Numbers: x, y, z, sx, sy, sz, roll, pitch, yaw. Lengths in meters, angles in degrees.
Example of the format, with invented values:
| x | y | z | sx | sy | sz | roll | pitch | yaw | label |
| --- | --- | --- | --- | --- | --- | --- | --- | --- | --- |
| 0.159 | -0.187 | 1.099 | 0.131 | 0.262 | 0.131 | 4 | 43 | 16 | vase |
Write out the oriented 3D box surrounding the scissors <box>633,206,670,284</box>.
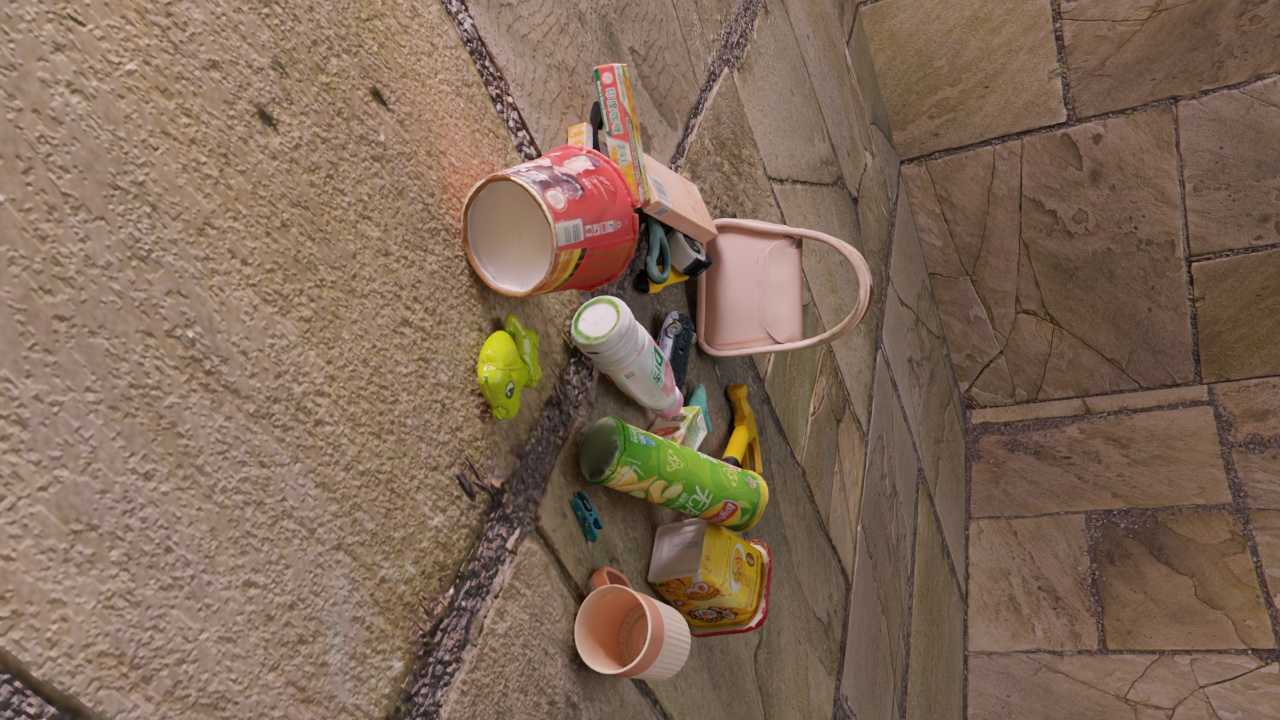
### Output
| x | y | z | sx | sy | sz | roll | pitch | yaw | label |
| --- | --- | --- | --- | --- | --- | --- | --- | --- | --- |
| 0.011 | -0.164 | 1.142 | 0.171 | 0.019 | 0.176 | 63 | 25 | -12 | scissors |

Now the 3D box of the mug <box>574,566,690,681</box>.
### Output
| x | y | z | sx | sy | sz | roll | pitch | yaw | label |
| --- | --- | --- | --- | --- | --- | --- | --- | --- | --- |
| -0.011 | 0.264 | 0.925 | 0.106 | 0.082 | 0.114 | 41 | 17 | -55 | mug |

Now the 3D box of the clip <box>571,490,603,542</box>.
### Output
| x | y | z | sx | sy | sz | roll | pitch | yaw | label |
| --- | --- | --- | --- | --- | --- | --- | --- | --- | --- |
| -0.054 | 0.158 | 0.932 | 0.057 | 0.014 | 0.047 | 67 | 32 | -25 | clip |

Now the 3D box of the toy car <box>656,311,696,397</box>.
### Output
| x | y | z | sx | sy | sz | roll | pitch | yaw | label |
| --- | --- | --- | --- | --- | --- | --- | --- | --- | --- |
| 0.039 | -0.002 | 1.144 | 0.054 | 0.037 | 0.120 | 28 | 67 | -59 | toy car |

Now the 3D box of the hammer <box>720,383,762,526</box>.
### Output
| x | y | z | sx | sy | sz | roll | pitch | yaw | label |
| --- | --- | --- | --- | --- | --- | --- | --- | --- | --- |
| 0.121 | 0.142 | 1.234 | 0.300 | 0.033 | 0.129 | -53 | 129 | -64 | hammer |

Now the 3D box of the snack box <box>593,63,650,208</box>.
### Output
| x | y | z | sx | sy | sz | roll | pitch | yaw | label |
| --- | --- | --- | --- | --- | --- | --- | --- | --- | --- |
| -0.020 | -0.253 | 1.035 | 0.077 | 0.027 | 0.156 | -64 | 145 | -70 | snack box |

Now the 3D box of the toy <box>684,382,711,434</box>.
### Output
| x | y | z | sx | sy | sz | roll | pitch | yaw | label |
| --- | --- | --- | --- | --- | --- | --- | --- | --- | --- |
| 0.072 | 0.074 | 1.194 | 0.091 | 0.030 | 0.096 | -67 | 145 | -43 | toy |

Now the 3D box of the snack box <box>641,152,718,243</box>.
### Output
| x | y | z | sx | sy | sz | roll | pitch | yaw | label |
| --- | --- | --- | --- | --- | --- | --- | --- | --- | --- |
| 0.039 | -0.207 | 1.169 | 0.157 | 0.026 | 0.084 | 16 | 48 | -57 | snack box |

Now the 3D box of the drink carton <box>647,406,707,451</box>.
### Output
| x | y | z | sx | sy | sz | roll | pitch | yaw | label |
| --- | --- | --- | --- | --- | --- | --- | --- | --- | --- |
| 0.035 | 0.101 | 1.082 | 0.122 | 0.054 | 0.045 | -50 | 128 | -56 | drink carton |

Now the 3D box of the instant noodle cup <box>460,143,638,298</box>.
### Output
| x | y | z | sx | sy | sz | roll | pitch | yaw | label |
| --- | --- | --- | --- | --- | --- | --- | --- | --- | --- |
| -0.086 | -0.122 | 0.828 | 0.108 | 0.138 | 0.138 | -27 | 106 | -54 | instant noodle cup |

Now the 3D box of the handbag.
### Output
| x | y | z | sx | sy | sz | roll | pitch | yaw | label |
| --- | --- | --- | --- | --- | --- | --- | --- | --- | --- |
| 0.193 | -0.097 | 1.240 | 0.093 | 0.235 | 0.193 | -20 | 110 | -63 | handbag |

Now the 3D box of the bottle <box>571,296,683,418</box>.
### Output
| x | y | z | sx | sy | sz | roll | pitch | yaw | label |
| --- | --- | --- | --- | --- | --- | --- | --- | --- | --- |
| -0.006 | 0.006 | 1.019 | 0.197 | 0.068 | 0.068 | 51 | 39 | -51 | bottle |

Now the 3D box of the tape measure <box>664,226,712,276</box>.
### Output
| x | y | z | sx | sy | sz | roll | pitch | yaw | label |
| --- | --- | --- | --- | --- | --- | --- | --- | --- | --- |
| 0.056 | -0.143 | 1.198 | 0.065 | 0.034 | 0.066 | 56 | 23 | 15 | tape measure |

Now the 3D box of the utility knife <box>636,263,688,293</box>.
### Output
| x | y | z | sx | sy | sz | roll | pitch | yaw | label |
| --- | --- | --- | --- | --- | --- | --- | --- | --- | --- |
| 0.041 | -0.112 | 1.202 | 0.215 | 0.015 | 0.033 | -22 | 105 | -63 | utility knife |

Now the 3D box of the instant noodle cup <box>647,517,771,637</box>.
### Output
| x | y | z | sx | sy | sz | roll | pitch | yaw | label |
| --- | --- | --- | --- | --- | --- | --- | --- | --- | --- |
| 0.078 | 0.247 | 1.071 | 0.123 | 0.116 | 0.115 | 44 | 43 | -34 | instant noodle cup |

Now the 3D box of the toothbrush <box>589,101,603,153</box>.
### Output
| x | y | z | sx | sy | sz | roll | pitch | yaw | label |
| --- | --- | --- | --- | --- | --- | --- | --- | --- | --- |
| -0.047 | -0.198 | 0.994 | 0.018 | 0.014 | 0.189 | 43 | 44 | -63 | toothbrush |

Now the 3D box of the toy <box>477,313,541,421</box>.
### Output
| x | y | z | sx | sy | sz | roll | pitch | yaw | label |
| --- | --- | --- | --- | --- | --- | --- | --- | --- | --- |
| -0.119 | 0.005 | 0.830 | 0.100 | 0.031 | 0.096 | -3 | 85 | -68 | toy |

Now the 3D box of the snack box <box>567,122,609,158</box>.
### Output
| x | y | z | sx | sy | sz | roll | pitch | yaw | label |
| --- | --- | --- | --- | --- | --- | --- | --- | --- | --- |
| -0.054 | -0.180 | 1.022 | 0.075 | 0.026 | 0.153 | 32 | 54 | -56 | snack box |

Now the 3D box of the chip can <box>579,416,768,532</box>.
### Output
| x | y | z | sx | sy | sz | roll | pitch | yaw | label |
| --- | --- | --- | --- | --- | --- | --- | --- | --- | --- |
| 0.036 | 0.124 | 0.978 | 0.221 | 0.073 | 0.072 | 24 | 59 | -33 | chip can |
